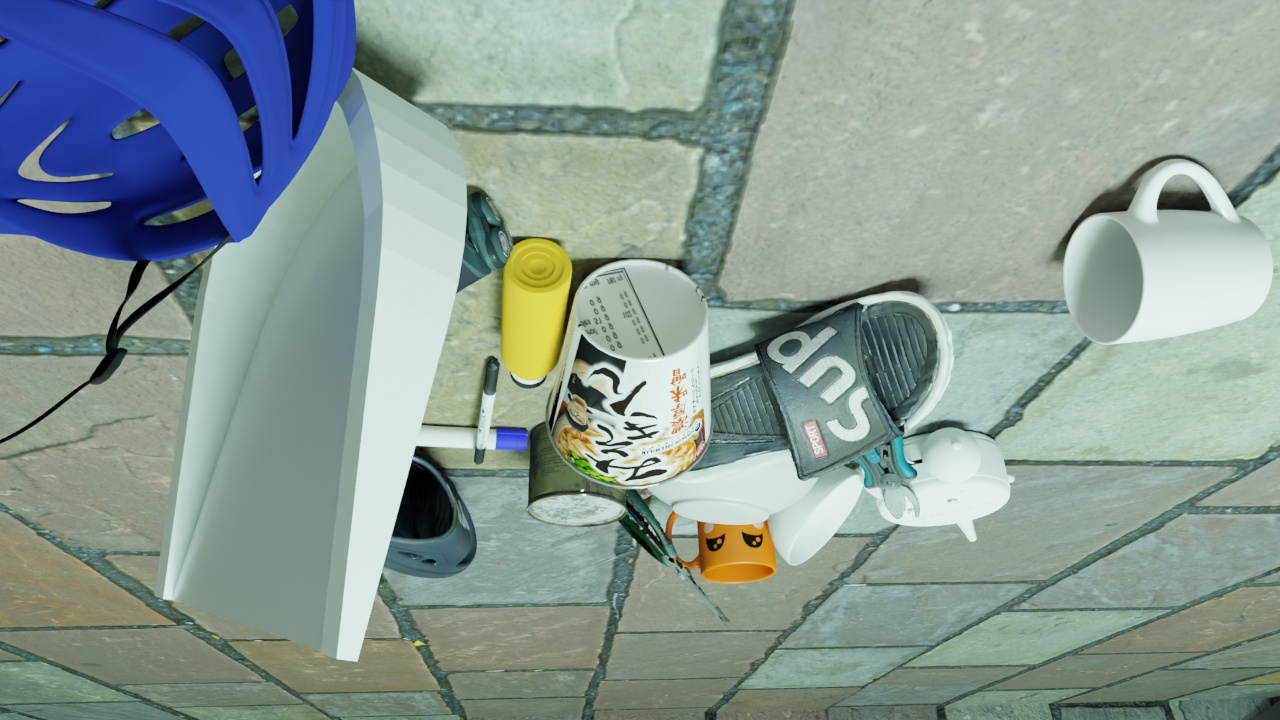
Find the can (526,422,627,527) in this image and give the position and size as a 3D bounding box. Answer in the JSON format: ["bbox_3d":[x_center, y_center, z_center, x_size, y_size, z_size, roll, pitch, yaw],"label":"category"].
[{"bbox_3d":[-0.057,0.103,0.836,0.090,0.074,0.090,0,152,0],"label":"can"}]

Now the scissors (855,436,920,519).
[{"bbox_3d":[0.215,0.084,0.826,0.154,0.019,0.126,24,127,-4],"label":"scissors"}]

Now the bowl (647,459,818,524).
[{"bbox_3d":[0.075,0.109,0.832,0.176,0.066,0.177,6,159,2],"label":"bowl"}]

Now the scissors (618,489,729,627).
[{"bbox_3d":[0.023,0.181,0.909,0.015,0.210,0.137,-36,145,-20],"label":"scissors"}]

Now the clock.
[{"bbox_3d":[0.294,0.125,0.901,0.126,0.072,0.161,-20,147,30],"label":"clock"}]

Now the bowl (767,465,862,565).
[{"bbox_3d":[0.168,0.145,0.923,0.114,0.050,0.115,-34,146,-27],"label":"bowl"}]

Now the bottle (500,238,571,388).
[{"bbox_3d":[-0.074,-0.025,0.632,0.043,0.043,0.144,2,151,-8],"label":"bottle"}]

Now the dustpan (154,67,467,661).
[{"bbox_3d":[-0.168,-0.011,0.428,0.192,0.257,0.053,-4,158,44],"label":"dustpan"}]

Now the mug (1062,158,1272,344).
[{"bbox_3d":[0.326,-0.068,0.560,0.087,0.080,0.114,-5,121,-7],"label":"mug"}]

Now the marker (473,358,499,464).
[{"bbox_3d":[-0.130,0.046,0.769,0.011,0.011,0.152,5,142,-12],"label":"marker"}]

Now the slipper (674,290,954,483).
[{"bbox_3d":[0.102,0.033,0.680,0.265,0.111,0.063,-19,-178,35],"label":"slipper"}]

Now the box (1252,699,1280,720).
[{"bbox_3d":[1.812,1.003,2.526,0.169,0.231,0.167,34,160,8],"label":"box"}]

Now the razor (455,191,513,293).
[{"bbox_3d":[-0.130,-0.056,0.576,0.143,0.047,0.052,-26,168,41],"label":"razor"}]

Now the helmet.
[{"bbox_3d":[-0.219,-0.075,0.339,0.242,0.227,0.148,-13,139,31],"label":"helmet"}]

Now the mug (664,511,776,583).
[{"bbox_3d":[0.081,0.177,0.959,0.113,0.095,0.078,-7,151,9],"label":"mug"}]

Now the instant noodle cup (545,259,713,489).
[{"bbox_3d":[-0.004,0.004,0.626,0.123,0.123,0.122,0,142,-5],"label":"instant noodle cup"}]

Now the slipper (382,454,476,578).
[{"bbox_3d":[-0.213,0.121,0.818,0.083,0.110,0.268,-22,152,18],"label":"slipper"}]

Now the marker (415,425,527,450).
[{"bbox_3d":[-0.173,0.068,0.821,0.141,0.020,0.020,4,151,-11],"label":"marker"}]

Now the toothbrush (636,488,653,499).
[{"bbox_3d":[0.048,0.129,0.948,0.135,0.021,0.016,-14,159,25],"label":"toothbrush"}]
